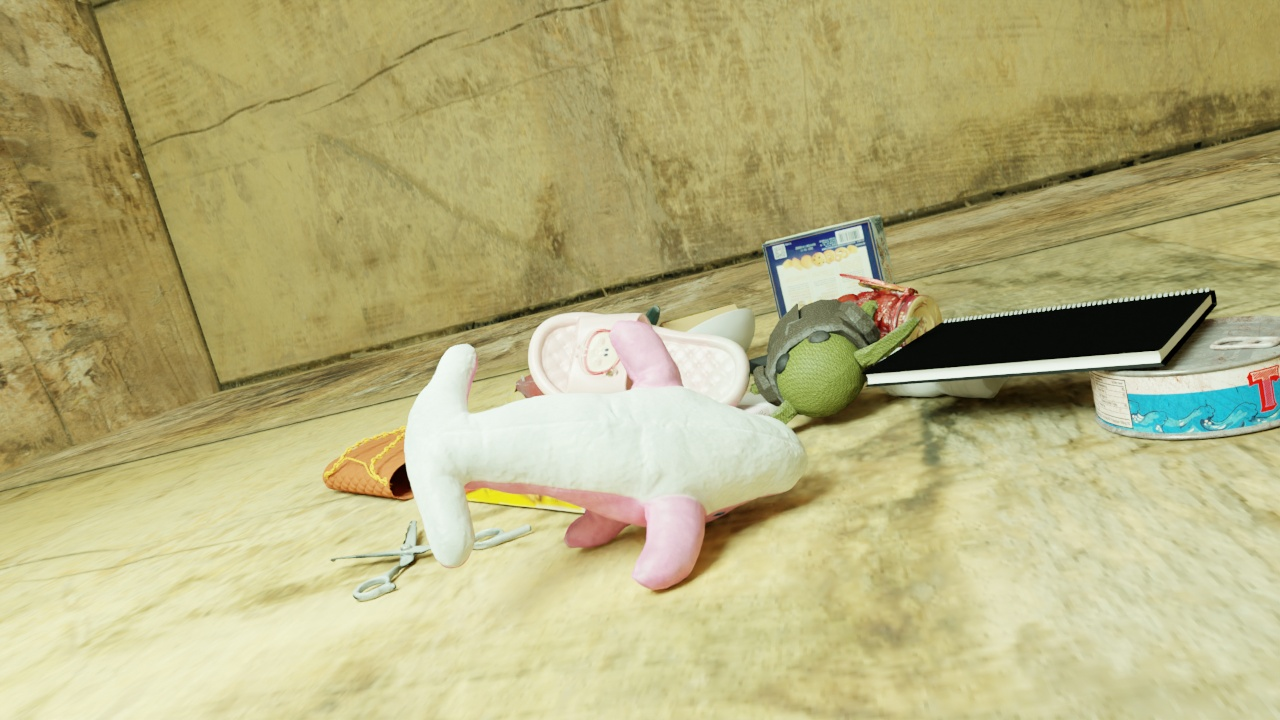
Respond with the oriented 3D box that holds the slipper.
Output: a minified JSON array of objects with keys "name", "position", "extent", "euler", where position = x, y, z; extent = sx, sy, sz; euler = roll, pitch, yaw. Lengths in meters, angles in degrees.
[{"name":"slipper","position":[-0.005,0.005,0.882],"extent":[0.222,0.106,0.056],"euler":[8,-19,16]}]

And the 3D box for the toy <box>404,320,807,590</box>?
[{"name":"toy","position":[-0.023,0.076,0.608],"extent":[0.265,0.186,0.128],"euler":[5,-36,-17]}]

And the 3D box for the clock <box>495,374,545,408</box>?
[{"name":"clock","position":[-0.105,0.039,1.088],"extent":[0.159,0.081,0.117],"euler":[-15,9,-4]}]

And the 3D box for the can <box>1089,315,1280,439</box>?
[{"name":"can","position":[0.364,0.009,0.598],"extent":[0.130,0.044,0.130],"euler":[-15,9,2]}]

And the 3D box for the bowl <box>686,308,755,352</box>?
[{"name":"bowl","position":[0.077,-0.002,1.078],"extent":[0.149,0.043,0.150],"euler":[-27,-15,-8]}]

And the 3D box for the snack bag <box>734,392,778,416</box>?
[{"name":"snack bag","position":[0.123,0.041,0.901],"extent":[0.196,0.016,0.070],"euler":[-22,13,-37]}]

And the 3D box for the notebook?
[{"name":"notebook","position":[0.291,-0.016,0.678],"extent":[0.207,0.016,0.148],"euler":[-7,13,45]}]

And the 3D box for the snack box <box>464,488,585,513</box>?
[{"name":"snack box","position":[-0.086,0.084,0.832],"extent":[0.109,0.062,0.231],"euler":[-22,10,-39]}]

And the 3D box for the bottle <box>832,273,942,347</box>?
[{"name":"bottle","position":[0.248,-0.041,0.955],"extent":[0.098,0.099,0.111],"euler":[-22,16,-39]}]

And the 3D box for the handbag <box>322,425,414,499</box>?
[{"name":"handbag","position":[-0.269,0.109,1.007],"extent":[0.108,0.060,0.172],"euler":[-27,14,-38]}]

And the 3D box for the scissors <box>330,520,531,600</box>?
[{"name":"scissors","position":[-0.170,0.149,0.719],"extent":[0.175,0.014,0.141],"euler":[-11,12,13]}]

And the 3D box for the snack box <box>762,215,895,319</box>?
[{"name":"snack box","position":[0.237,-0.092,1.132],"extent":[0.145,0.145,0.042],"euler":[-9,8,33]}]

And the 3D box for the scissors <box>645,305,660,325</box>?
[{"name":"scissors","position":[-0.011,-0.023,1.107],"extent":[0.124,0.019,0.155],"euler":[-41,-8,-35]}]

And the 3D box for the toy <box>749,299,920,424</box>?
[{"name":"toy","position":[0.158,-0.002,0.822],"extent":[0.180,0.078,0.152],"euler":[-37,9,17]}]

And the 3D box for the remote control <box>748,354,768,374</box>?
[{"name":"remote control","position":[0.195,-0.011,1.079],"extent":[0.146,0.015,0.033],"euler":[-16,-18,-11]}]

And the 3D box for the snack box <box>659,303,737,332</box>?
[{"name":"snack box","position":[0.063,-0.020,1.161],"extent":[0.125,0.040,0.088],"euler":[-17,-22,-38]}]

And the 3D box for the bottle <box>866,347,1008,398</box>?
[{"name":"bottle","position":[0.249,0.010,0.795],"extent":[0.044,0.044,0.136],"euler":[-20,10,-32]}]
